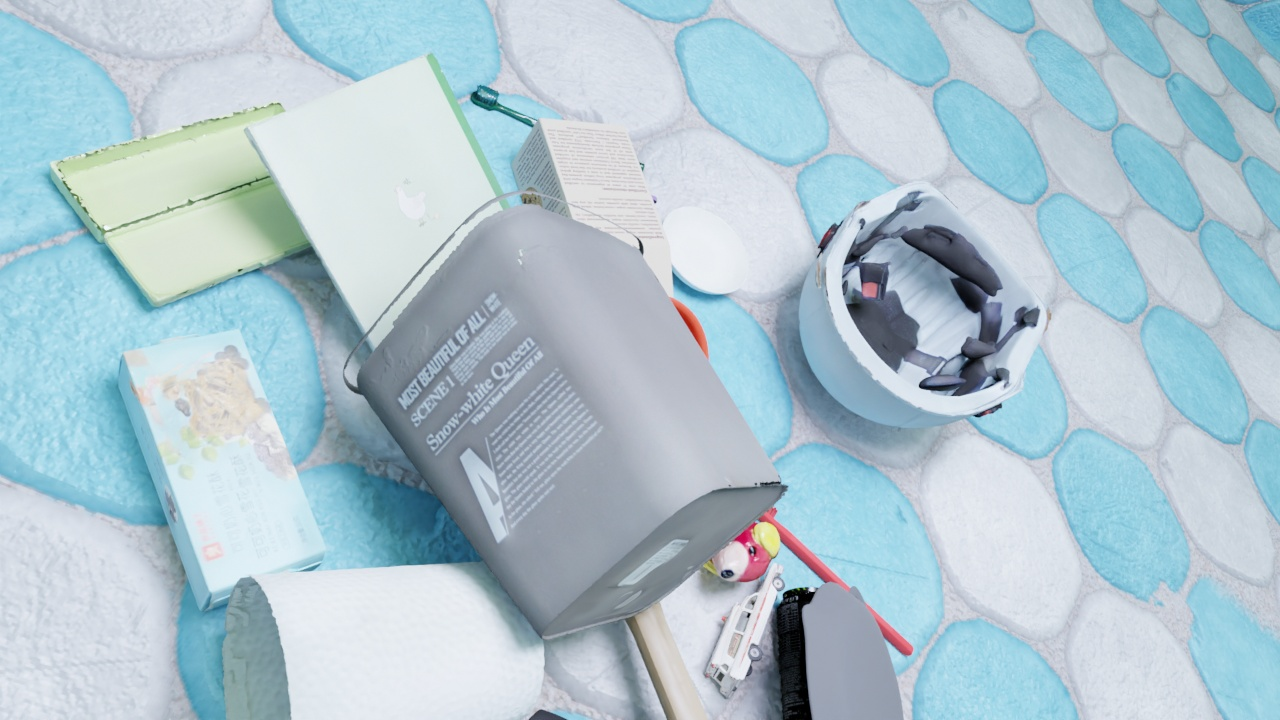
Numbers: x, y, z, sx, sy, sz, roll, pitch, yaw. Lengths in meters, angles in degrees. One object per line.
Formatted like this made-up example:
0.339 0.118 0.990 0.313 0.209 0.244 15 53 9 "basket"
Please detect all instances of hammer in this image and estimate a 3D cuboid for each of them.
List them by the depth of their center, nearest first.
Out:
0.034 0.255 0.645 0.117 0.051 0.322 -8 56 -28 "hammer"

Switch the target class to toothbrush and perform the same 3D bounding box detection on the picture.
0.173 0.193 0.839 0.212 0.012 0.017 43 49 -3 "toothbrush"
-0.080 -0.231 0.926 0.189 0.017 0.016 20 54 -21 "toothbrush"

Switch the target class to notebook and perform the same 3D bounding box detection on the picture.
-0.169 -0.098 0.727 0.181 0.010 0.252 -41 113 -39 "notebook"

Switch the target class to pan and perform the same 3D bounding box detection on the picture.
0.161 0.305 0.672 0.216 0.024 0.353 62 29 -24 "pan"

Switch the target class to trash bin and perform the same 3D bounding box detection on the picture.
-0.155 0.187 0.564 0.161 0.134 0.133 0 63 -38 "trash bin"
-0.041 0.044 0.615 0.220 0.198 0.197 54 20 23 "trash bin"

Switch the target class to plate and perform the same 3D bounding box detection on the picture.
0.061 -0.107 0.935 0.104 0.026 0.104 15 55 -24 "plate"

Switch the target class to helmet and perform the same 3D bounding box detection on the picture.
0.259 -0.035 0.929 0.236 0.164 0.263 44 55 3 "helmet"

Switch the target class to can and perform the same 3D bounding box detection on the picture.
0.141 0.259 0.751 0.054 0.054 0.137 17 55 -24 "can"

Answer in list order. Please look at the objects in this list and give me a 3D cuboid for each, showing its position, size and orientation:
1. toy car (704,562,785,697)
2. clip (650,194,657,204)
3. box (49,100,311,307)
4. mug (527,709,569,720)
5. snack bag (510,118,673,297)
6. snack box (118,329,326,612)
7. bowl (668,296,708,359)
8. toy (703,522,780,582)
0.086 0.217 0.756 0.039 0.039 0.112 23 49 8 "toy car"
-0.002 -0.169 0.942 0.046 0.014 0.050 -34 86 -41 "clip"
-0.322 -0.125 0.704 0.137 0.024 0.186 47 49 8 "box"
-0.059 0.296 0.596 0.100 0.085 0.118 41 79 13 "mug"
-0.038 -0.116 0.849 0.094 0.070 0.206 -5 66 -34 "snack bag"
-0.276 0.069 0.602 0.074 0.053 0.174 -16 72 -37 "snack box"
-0.005 0.005 0.792 0.130 0.045 0.130 -9 106 -33 "bowl"
0.069 0.126 0.787 0.105 0.067 0.137 -7 55 -37 "toy"
